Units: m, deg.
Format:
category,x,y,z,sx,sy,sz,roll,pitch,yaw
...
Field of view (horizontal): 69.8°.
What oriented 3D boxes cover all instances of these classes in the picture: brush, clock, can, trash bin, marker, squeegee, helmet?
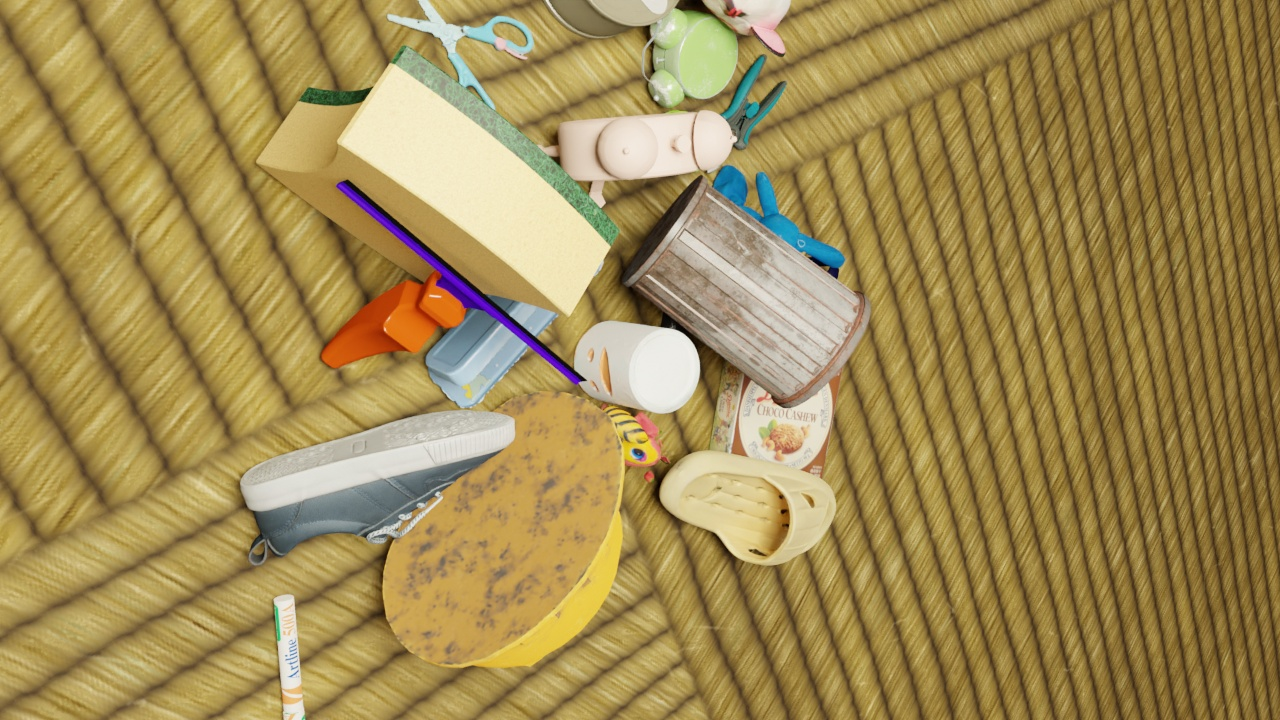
category,x,y,z,sx,sy,sz,roll,pitch,yaw
brush,-0.157,-0.124,0.691,0.195,0.251,0.075,37,75,-33
clock,-0.006,-0.184,0.832,0.130,0.161,0.086,-14,102,-31
can,-0.029,-0.369,0.849,0.127,0.073,0.128,-4,98,-32
trash bin,0.103,-0.058,0.849,0.211,0.131,0.130,36,76,-10
marker,-0.300,0.273,0.787,0.017,0.017,0.145,-7,99,-32
squeegee,-0.190,-0.033,0.734,0.249,0.185,0.055,42,39,-36
helmet,-0.096,0.169,0.818,0.254,0.206,0.131,-62,143,-27
clock,0.049,-0.303,0.911,0.119,0.042,0.094,-20,125,-31

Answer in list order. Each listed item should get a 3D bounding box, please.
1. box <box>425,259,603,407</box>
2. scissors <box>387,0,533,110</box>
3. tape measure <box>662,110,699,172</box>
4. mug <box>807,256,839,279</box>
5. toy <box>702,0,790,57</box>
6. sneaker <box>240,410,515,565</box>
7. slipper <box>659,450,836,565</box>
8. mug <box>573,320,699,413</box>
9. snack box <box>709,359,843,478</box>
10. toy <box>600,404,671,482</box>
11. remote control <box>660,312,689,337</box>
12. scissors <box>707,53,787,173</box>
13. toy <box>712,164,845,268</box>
category,x,y,z,sx,sy,sz,roll,pitch,yaw
box,-0.103,-0.043,0.851,0.210,0.073,0.079,-49,132,-19
scissors,-0.162,-0.271,0.816,0.138,0.015,0.120,4,93,-27
tape measure,0.043,-0.224,0.934,0.065,0.036,0.058,4,93,-32
mug,0.169,-0.069,0.996,0.078,0.097,0.111,45,72,-28
toy,0.097,-0.397,0.874,0.142,0.084,0.212,41,47,-42
sneaker,-0.214,0.106,0.774,0.235,0.089,0.087,-15,106,-17
slipper,0.133,0.167,0.986,0.261,0.079,0.111,24,109,-37
mug,-0.005,0.005,0.890,0.082,0.105,0.082,-4,97,-32
snack box,0.153,0.058,1.034,0.143,0.041,0.147,9,92,-32
toy,-0.010,0.077,0.905,0.046,0.084,0.103,-43,152,-15
remote control,0.040,-0.044,0.966,0.033,0.015,0.147,12,89,-33
scissors,0.112,-0.262,0.984,0.149,0.019,0.131,-10,100,-32
toy,0.118,-0.124,0.927,0.113,0.176,0.071,-58,153,5
